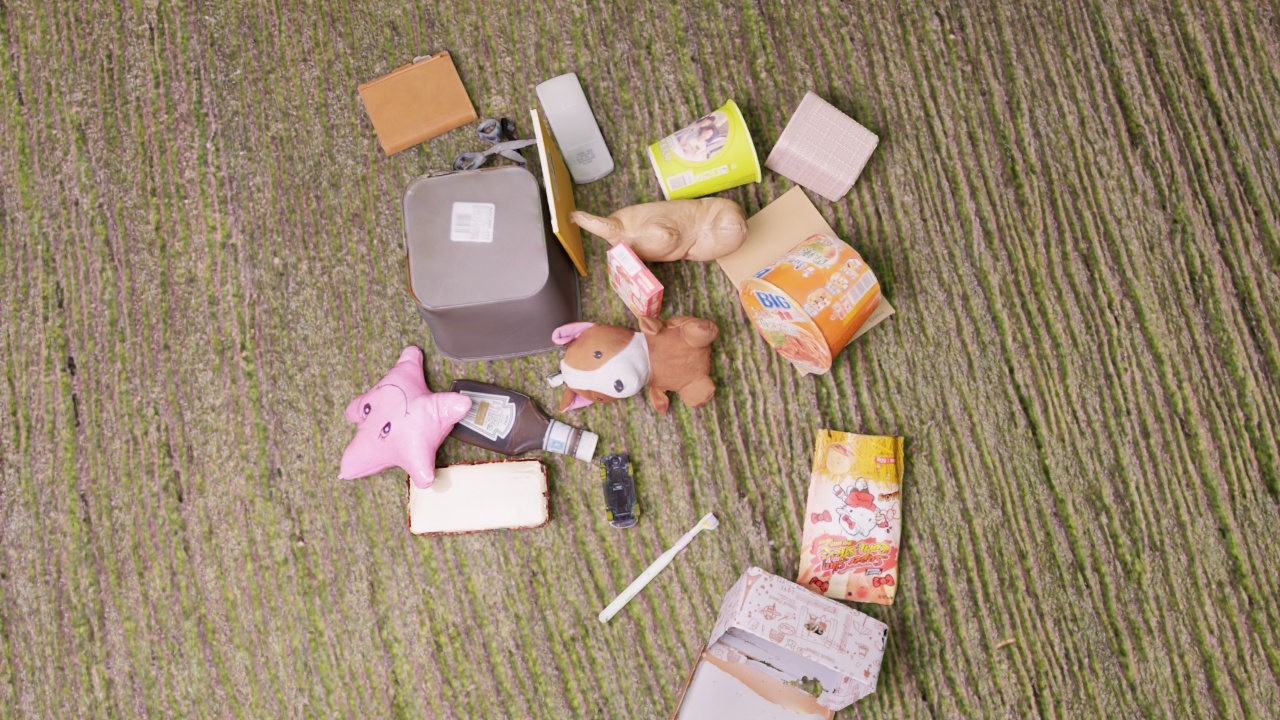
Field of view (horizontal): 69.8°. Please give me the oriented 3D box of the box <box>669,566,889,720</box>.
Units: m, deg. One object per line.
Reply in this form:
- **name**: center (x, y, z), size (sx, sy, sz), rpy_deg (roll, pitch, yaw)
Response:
- **box**: center (0.155, 0.367, 1.037), size (0.181, 0.158, 0.204), rpy_deg (27, 62, 3)

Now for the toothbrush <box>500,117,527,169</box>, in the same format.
- **toothbrush**: center (-0.155, -0.266, 1.159), size (0.016, 0.189, 0.014), rpy_deg (10, 123, -27)

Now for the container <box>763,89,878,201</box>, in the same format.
- **container**: center (0.235, -0.272, 1.187), size (0.111, 0.090, 0.089), rpy_deg (31, 81, 1)

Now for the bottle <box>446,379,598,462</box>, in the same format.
- **bottle**: center (-0.150, 0.082, 1.141), size (0.195, 0.044, 0.080), rpy_deg (17, 84, 1)

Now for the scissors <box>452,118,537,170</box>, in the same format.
- **scissors**: center (-0.180, -0.271, 1.159), size (0.164, 0.014, 0.165), rpy_deg (-28, 43, 28)

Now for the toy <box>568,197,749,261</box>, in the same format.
- **toy**: center (0.020, -0.161, 1.133), size (0.225, 0.143, 0.082), rpy_deg (-4, 92, -13)

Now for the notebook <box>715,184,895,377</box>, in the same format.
- **notebook**: center (0.208, -0.105, 1.197), size (0.149, 0.012, 0.211), rpy_deg (-35, 83, -5)

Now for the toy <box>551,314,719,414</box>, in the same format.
- **toy**: center (-0.007, 0.007, 1.115), size (0.199, 0.130, 0.140), rpy_deg (-1, 112, -2)

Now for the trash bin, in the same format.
- **trash bin**: center (-0.179, -0.118, 1.086), size (0.199, 0.220, 0.198), rpy_deg (-7, 80, -1)

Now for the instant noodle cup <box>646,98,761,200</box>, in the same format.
- **instant noodle cup**: center (0.078, -0.259, 1.176), size (0.123, 0.111, 0.111), rpy_deg (-21, 81, 4)

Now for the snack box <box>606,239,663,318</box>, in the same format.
- **snack box**: center (-0.007, -0.091, 1.117), size (0.025, 0.153, 0.075), rpy_deg (-38, 83, -6)

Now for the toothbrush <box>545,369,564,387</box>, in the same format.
- **toothbrush**: center (-0.036, -0.010, 1.173), size (0.181, 0.016, 0.018), rpy_deg (-25, 88, -5)

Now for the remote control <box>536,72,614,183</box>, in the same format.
- **remote control**: center (-0.087, -0.308, 1.218), size (0.058, 0.021, 0.150), rpy_deg (-22, 81, -5)

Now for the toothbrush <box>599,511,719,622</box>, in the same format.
- **toothbrush**: center (0.022, 0.255, 1.128), size (0.189, 0.029, 0.020), rpy_deg (-41, 42, -6)

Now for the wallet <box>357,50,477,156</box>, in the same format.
- **wallet**: center (-0.296, -0.343, 1.215), size (0.131, 0.031, 0.108), rpy_deg (-25, 85, -6)

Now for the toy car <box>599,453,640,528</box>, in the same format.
- **toy car**: center (-0.026, 0.161, 1.134), size (0.042, 0.035, 0.090), rpy_deg (-9, 81, -1)

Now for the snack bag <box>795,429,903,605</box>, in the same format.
- **snack bag**: center (0.263, 0.191, 1.129), size (0.128, 0.073, 0.208), rpy_deg (6, 88, -1)

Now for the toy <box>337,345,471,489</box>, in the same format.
- **toy**: center (-0.290, 0.084, 1.096), size (0.178, 0.074, 0.194), rpy_deg (-47, 51, -5)

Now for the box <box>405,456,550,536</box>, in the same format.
- **box**: center (-0.195, 0.168, 1.108), size (0.168, 0.077, 0.091), rpy_deg (-5, 80, -1)

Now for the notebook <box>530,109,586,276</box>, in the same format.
- **notebook**: center (-0.095, -0.194, 1.106), size (0.010, 0.206, 0.145), rpy_deg (-11, 81, 4)

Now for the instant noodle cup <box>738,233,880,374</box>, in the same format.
- **instant noodle cup**: center (0.212, -0.075, 1.119), size (0.111, 0.151, 0.151), rpy_deg (-42, 84, -13)
